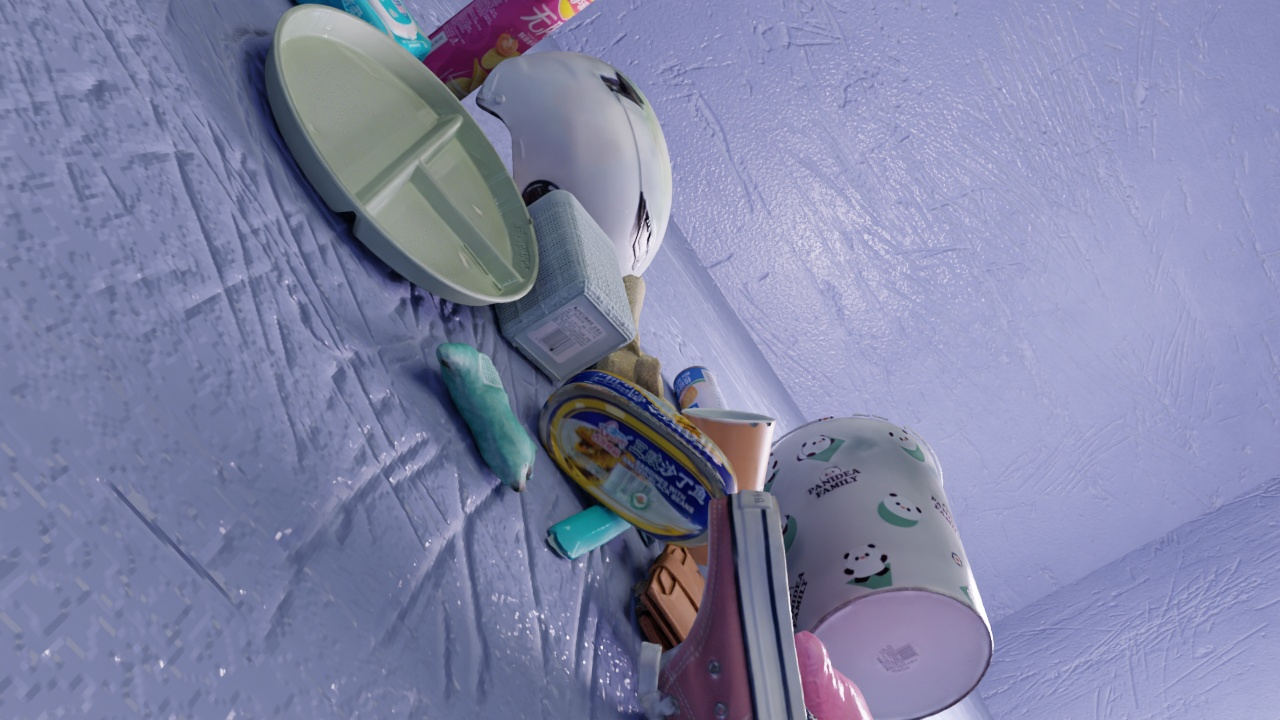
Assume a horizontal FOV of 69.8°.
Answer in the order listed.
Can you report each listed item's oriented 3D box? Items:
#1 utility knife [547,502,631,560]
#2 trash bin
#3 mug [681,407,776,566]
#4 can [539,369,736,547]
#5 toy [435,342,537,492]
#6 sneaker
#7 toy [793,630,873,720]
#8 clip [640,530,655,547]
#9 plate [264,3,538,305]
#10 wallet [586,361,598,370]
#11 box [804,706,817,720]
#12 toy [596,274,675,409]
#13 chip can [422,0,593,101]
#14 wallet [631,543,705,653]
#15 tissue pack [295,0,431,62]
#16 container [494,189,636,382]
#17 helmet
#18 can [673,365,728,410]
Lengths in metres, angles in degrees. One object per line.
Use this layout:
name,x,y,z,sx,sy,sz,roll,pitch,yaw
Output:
utility knife,-0.030,0.107,0.604,0.029,0.013,0.157,57,13,9
trash bin,0.235,0.219,0.961,0.229,0.230,0.251,53,18,-25
mug,0.068,0.104,0.759,0.078,0.078,0.123,-11,106,-78
can,-0.001,0.067,0.630,0.148,0.075,0.049,37,13,2
toy,-0.084,0.034,0.530,0.092,0.030,0.096,64,4,8
sneaker,0.046,0.193,0.501,0.118,0.088,0.240,60,25,-76
toy,0.144,0.301,0.672,0.179,0.074,0.194,69,6,-64
clip,0.000,0.115,0.705,0.058,0.038,0.026,60,13,3
plate,-0.152,-0.132,0.609,0.230,0.028,0.229,46,23,-27
wallet,-0.012,0.033,0.848,0.115,0.033,0.090,62,10,3
box,0.097,0.278,0.550,0.082,0.075,0.163,36,23,-33
toy,-0.005,0.004,0.767,0.066,0.105,0.157,-3,79,-36
chip can,-0.126,-0.338,0.903,0.071,0.211,0.071,53,12,-17
wallet,0.037,0.185,0.636,0.108,0.031,0.131,59,9,1
tissue pack,-0.219,-0.271,0.727,0.093,0.050,0.133,55,11,-17
container,-0.063,-0.055,0.716,0.090,0.090,0.111,46,18,-44
helmet,-0.042,-0.188,0.913,0.229,0.146,0.258,-42,112,-81
can,0.081,0.068,1.103,0.053,0.053,0.134,48,14,-40
